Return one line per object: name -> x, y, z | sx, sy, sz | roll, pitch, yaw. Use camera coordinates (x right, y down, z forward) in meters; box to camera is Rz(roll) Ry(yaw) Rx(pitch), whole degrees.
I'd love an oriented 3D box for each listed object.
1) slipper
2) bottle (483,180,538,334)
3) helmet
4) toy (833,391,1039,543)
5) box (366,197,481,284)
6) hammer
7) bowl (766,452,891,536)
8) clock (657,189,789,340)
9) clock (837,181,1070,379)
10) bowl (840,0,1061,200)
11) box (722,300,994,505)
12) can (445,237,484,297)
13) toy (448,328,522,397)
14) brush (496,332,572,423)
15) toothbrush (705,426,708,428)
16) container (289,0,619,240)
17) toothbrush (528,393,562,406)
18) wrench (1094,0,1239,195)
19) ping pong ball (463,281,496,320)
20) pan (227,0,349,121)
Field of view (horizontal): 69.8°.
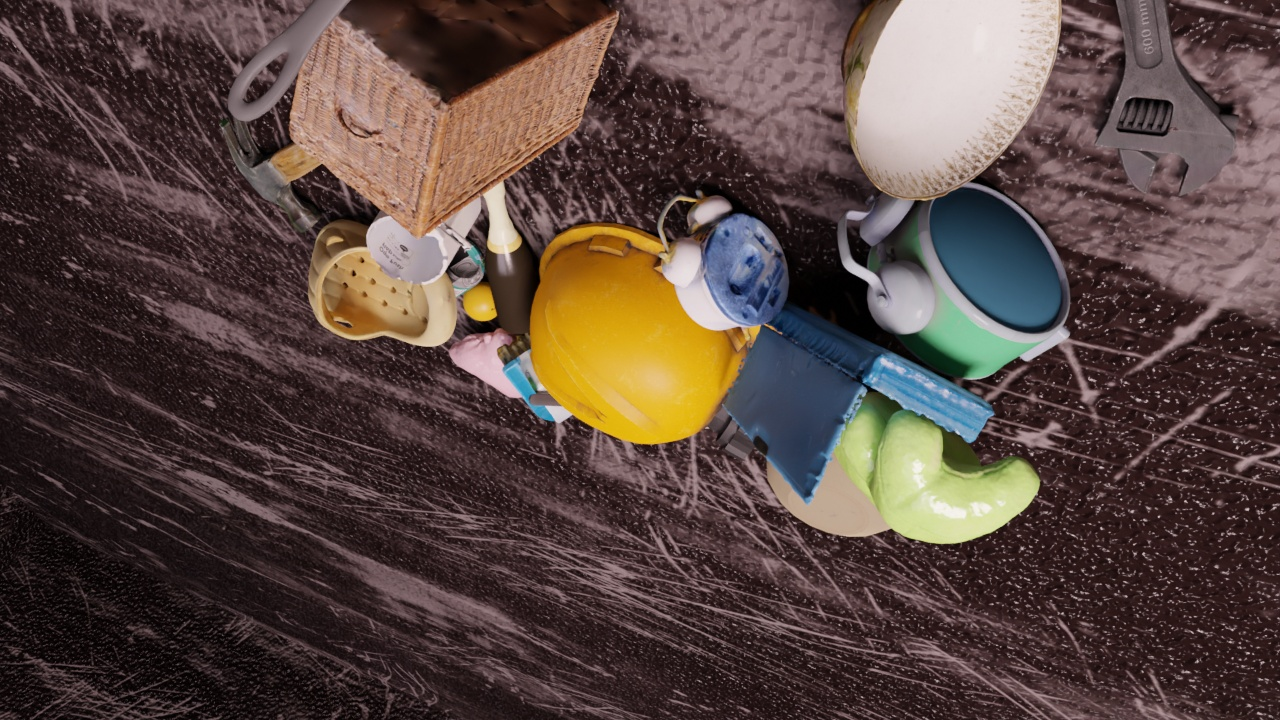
slipper -> -0.279, -0.074, 0.907 | 0.262, 0.079, 0.111 | 18, 112, 41
bottle -> -0.125, -0.102, 0.853 | 0.045, 0.045, 0.185 | 17, 143, 17
helmet -> -0.005, 0.005, 0.831 | 0.255, 0.131, 0.206 | 30, 145, 1
toy -> 0.221, 0.087, 0.747 | 0.150, 0.107, 0.197 | 25, 177, 1
box -> -0.179, -0.125, 0.788 | 0.084, 0.146, 0.137 | 40, 133, -23
hammer -> -0.274, -0.210, 0.839 | 0.331, 0.033, 0.132 | -11, 127, 42
bowl -> 0.193, 0.129, 0.912 | 0.152, 0.050, 0.153 | 19, 143, 14
clock -> 0.062, -0.077, 0.720 | 0.125, 0.088, 0.052 | 45, 148, -23
clock -> 0.198, -0.057, 0.606 | 0.161, 0.121, 0.076 | 14, 148, -20
bowl -> 0.164, -0.172, 0.527 | 0.063, 0.145, 0.145 | 49, 166, 47
box -> 0.142, 0.035, 0.672 | 0.094, 0.112, 0.231 | 25, -172, -14
can -> -0.202, -0.084, 0.920 | 0.055, 0.054, 0.102 | 44, 142, -20
toy -> -0.150, -0.003, 0.987 | 0.099, 0.052, 0.096 | 32, 142, -12
brush -> -0.094, 0.031, 0.954 | 0.075, 0.055, 0.136 | 54, 175, 32
toothbrush -> 0.099, 0.063, 0.923 | 0.186, 0.024, 0.022 | -10, 90, 42
container -> -0.119, -0.192, 0.610 | 0.114, 0.197, 0.113 | 40, 141, 5
toothbrush -> -0.037, 0.042, 0.918 | 0.167, 0.013, 0.013 | 4, 172, -35
wrench -> 0.265, -0.200, 0.488 | 0.073, 0.018, 0.273 | -3, 132, 37
ping pong ball -> -0.160, -0.060, 0.934 | 0.040, 0.040, 0.040 | 19, 143, 14
pan -> -0.103, -0.259, 0.491 | 0.355, 0.024, 0.216 | -43, 89, 12
